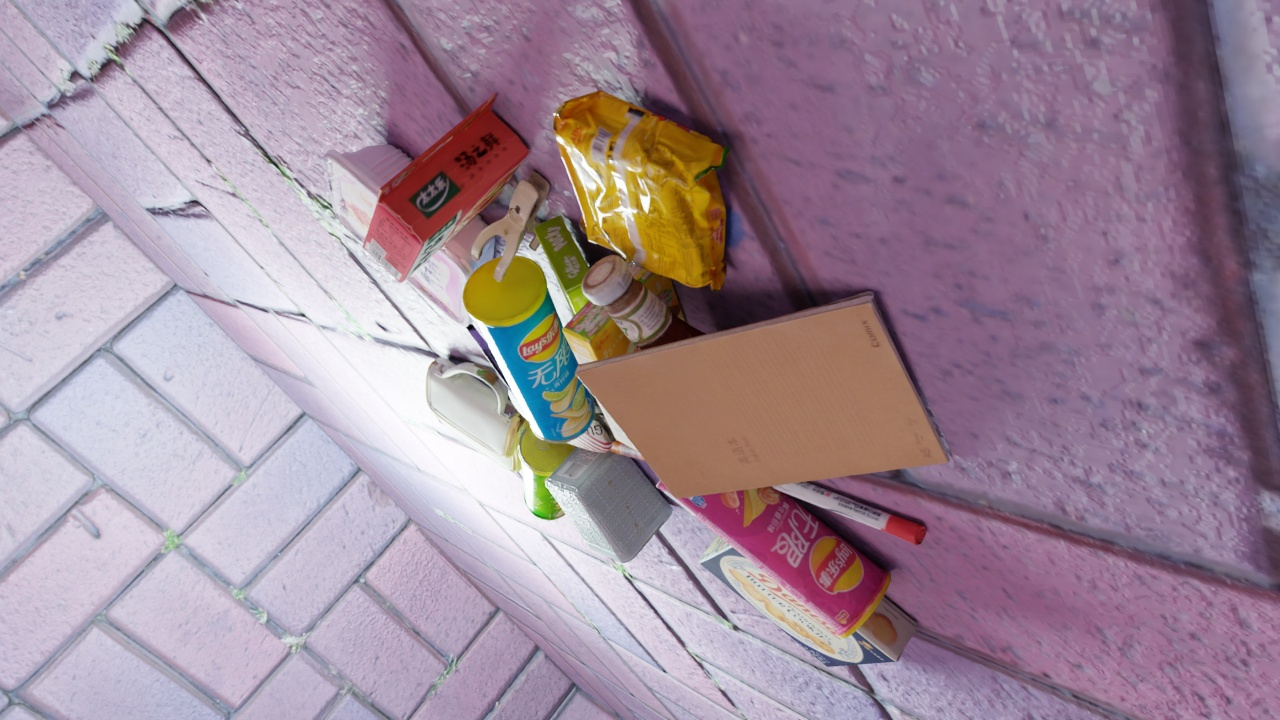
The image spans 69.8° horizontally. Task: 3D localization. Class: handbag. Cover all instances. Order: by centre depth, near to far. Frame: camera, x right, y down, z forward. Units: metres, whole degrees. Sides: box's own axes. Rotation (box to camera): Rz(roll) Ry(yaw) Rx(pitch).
[{"bbox_3d":[-0.214,0.058,1.197,0.163,0.063,0.179,30,152,21],"label":"handbag"}]

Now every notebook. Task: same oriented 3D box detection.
[{"bbox_3d":[0.080,0.035,0.618,0.212,0.012,0.149,-13,129,31],"label":"notebook"}]

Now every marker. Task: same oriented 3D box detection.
[{"bbox_3d":[0.164,0.118,0.748,0.145,0.017,0.017,17,148,45],"label":"marker"}]

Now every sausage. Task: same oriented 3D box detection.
[{"bbox_3d":[-0.026,0.090,0.995,0.165,0.021,0.021,8,141,54],"label":"sausage"}]

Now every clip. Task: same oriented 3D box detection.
[{"bbox_3d":[-0.093,-0.113,0.731,0.035,0.094,0.102,41,120,4],"label":"clip"}]

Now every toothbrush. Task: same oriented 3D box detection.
[{"bbox_3d":[-0.159,0.020,1.095,0.017,0.014,0.189,33,159,51],"label":"toothbrush"}]

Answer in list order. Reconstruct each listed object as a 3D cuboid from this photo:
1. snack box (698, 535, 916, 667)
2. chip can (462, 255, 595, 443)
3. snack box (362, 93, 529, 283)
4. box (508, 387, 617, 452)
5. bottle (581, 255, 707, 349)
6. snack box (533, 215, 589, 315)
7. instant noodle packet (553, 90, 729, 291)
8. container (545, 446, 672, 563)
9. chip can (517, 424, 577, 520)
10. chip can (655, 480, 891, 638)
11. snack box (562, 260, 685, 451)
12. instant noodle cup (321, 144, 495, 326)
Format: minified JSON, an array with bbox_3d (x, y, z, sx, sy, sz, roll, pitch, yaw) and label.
[{"bbox_3d":[0.161,0.234,0.931,0.178,0.045,0.183,39,158,5],"label":"snack box"},{"bbox_3d":[-0.096,-0.003,0.839,0.071,0.071,0.210,30,156,26],"label":"chip can"},{"bbox_3d":[-0.142,-0.122,0.673,0.044,0.113,0.127,46,157,-8],"label":"snack box"},{"bbox_3d":[-0.083,0.054,1.006,0.164,0.059,0.072,17,128,43],"label":"box"},{"bbox_3d":[0.035,0.003,0.651,0.060,0.059,0.206,10,152,52],"label":"bottle"},{"bbox_3d":[-0.038,-0.033,0.737,0.085,0.026,0.156,60,175,42],"label":"snack box"},{"bbox_3d":[0.005,-0.103,0.563,0.111,0.044,0.128,26,158,18],"label":"instant noodle packet"},{"bbox_3d":[-0.039,0.156,1.057,0.090,0.089,0.111,7,136,54],"label":"container"},{"bbox_3d":[-0.118,0.146,1.180,0.072,0.072,0.222,36,157,11],"label":"chip can"},{"bbox_3d":[0.116,0.150,0.815,0.210,0.071,0.071,38,158,8],"label":"chip can"},{"bbox_3d":[-0.001,-0.004,0.698,0.034,0.086,0.140,25,152,36],"label":"snack box"},{"bbox_3d":[-0.203,-0.123,0.841,0.173,0.060,0.138,39,157,3],"label":"instant noodle cup"}]
